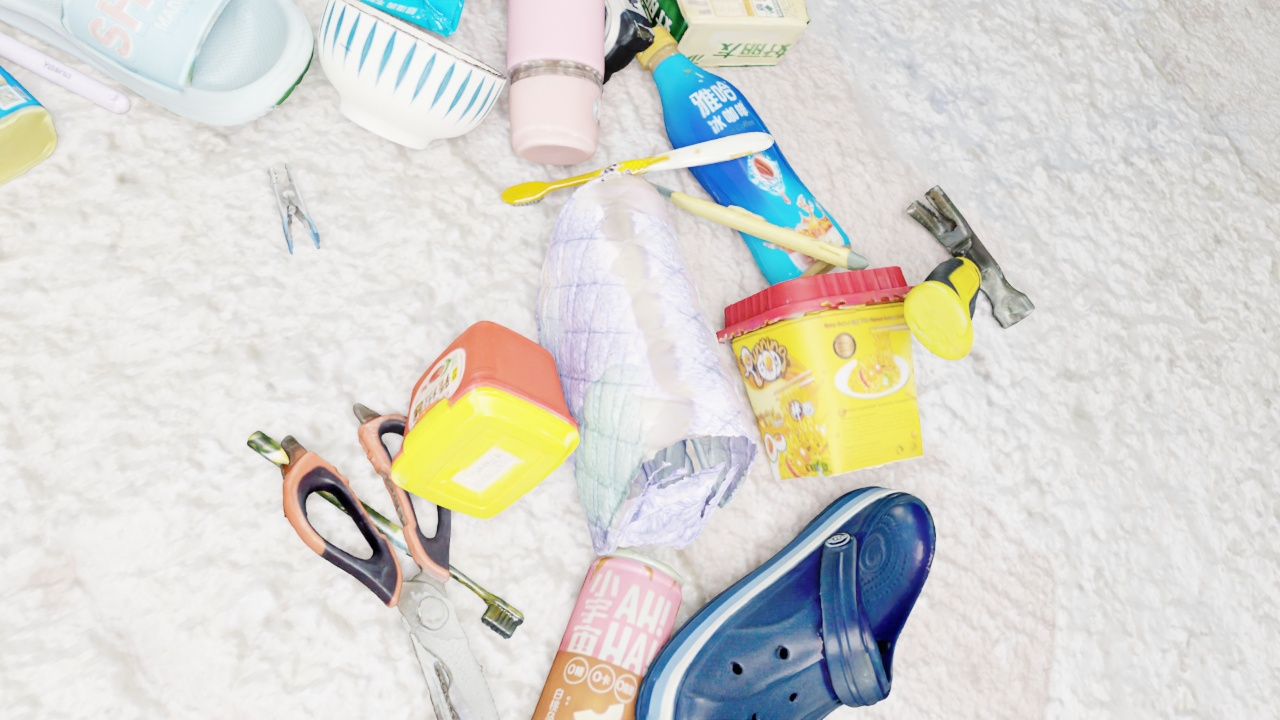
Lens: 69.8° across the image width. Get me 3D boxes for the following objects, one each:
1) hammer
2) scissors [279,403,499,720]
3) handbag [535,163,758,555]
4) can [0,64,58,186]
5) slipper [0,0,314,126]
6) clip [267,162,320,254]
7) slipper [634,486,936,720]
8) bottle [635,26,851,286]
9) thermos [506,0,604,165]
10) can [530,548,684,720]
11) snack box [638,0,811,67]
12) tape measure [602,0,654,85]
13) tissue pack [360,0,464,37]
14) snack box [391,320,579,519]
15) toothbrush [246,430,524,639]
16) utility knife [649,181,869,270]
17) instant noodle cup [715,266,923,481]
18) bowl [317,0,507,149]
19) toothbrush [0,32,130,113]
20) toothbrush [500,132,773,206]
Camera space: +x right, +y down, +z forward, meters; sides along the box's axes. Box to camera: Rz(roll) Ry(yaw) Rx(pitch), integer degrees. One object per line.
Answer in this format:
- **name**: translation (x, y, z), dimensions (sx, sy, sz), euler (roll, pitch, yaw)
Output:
- **hammer**: translation (0.211, -0.055, 0.610), dimensions (0.126, 0.032, 0.322), euler (54, 26, 5)
- **scissors**: translation (-0.130, 0.125, 0.488), dimensions (0.197, 0.015, 0.204), euler (26, 48, -15)
- **handbag**: translation (-0.003, 0.003, 0.522), dimensions (0.075, 0.134, 0.193), euler (-4, 53, -21)
- **can**: translation (-0.386, -0.130, 0.491), dimensions (0.083, 0.057, 0.101), euler (45, 61, -3)
- **slipper**: translation (-0.307, -0.225, 0.538), dimensions (0.245, 0.074, 0.103), euler (23, 62, -1)
- **clip**: translation (-0.215, -0.095, 0.562), dimensions (0.041, 0.026, 0.058), euler (-17, 76, -18)
- **slipper**: translation (0.108, 0.164, 0.531), dimensions (0.252, 0.095, 0.105), euler (-33, 110, -36)
- **bottle**: translation (0.067, -0.150, 0.670), dimensions (0.065, 0.065, 0.218), euler (-32, 83, -29)
- **thermos**: translation (-0.054, -0.233, 0.623), dimensions (0.067, 0.087, 0.198), euler (-1, 87, 11)
- **can**: translation (-0.024, 0.182, 0.506), dimensions (0.058, 0.058, 0.147), euler (27, 62, -10)
- **snack box**: translation (0.042, -0.353, 0.744), dimensions (0.114, 0.063, 0.240), euler (-10, 73, -25)
- **tape measure**: translation (-0.029, -0.243, 0.668), dimensions (0.033, 0.066, 0.066), euler (-5, 70, -58)
- **tissue pack**: translation (-0.153, -0.295, 0.641), dimensions (0.090, 0.063, 0.139), euler (19, 57, -13)
- **snack box**: translation (-0.086, 0.032, 0.515), dimensions (0.082, 0.091, 0.080), euler (30, 32, -32)
- **toothbrush**: translation (-0.144, 0.099, 0.517), dimensions (0.186, 0.012, 0.017), euler (36, 48, -4)
- **utility knife**: translation (0.064, -0.095, 0.627), dimensions (0.198, 0.031, 0.021), euler (20, 79, 23)
- **instant noodle cup**: translation (0.125, 0.012, 0.608), dimensions (0.116, 0.116, 0.123), euler (-8, 84, -24)
- **bowl**: translation (-0.151, -0.177, 0.583), dimensions (0.116, 0.116, 0.066), euler (25, 104, -11)
- **toothbrush**: translation (-0.391, -0.195, 0.534), dimensions (0.189, 0.021, 0.029), euler (27, 77, -12)
- **toothbrush**: translation (-0.001, -0.130, 0.628), dimensions (0.191, 0.018, 0.016), euler (-13, 81, -4)
